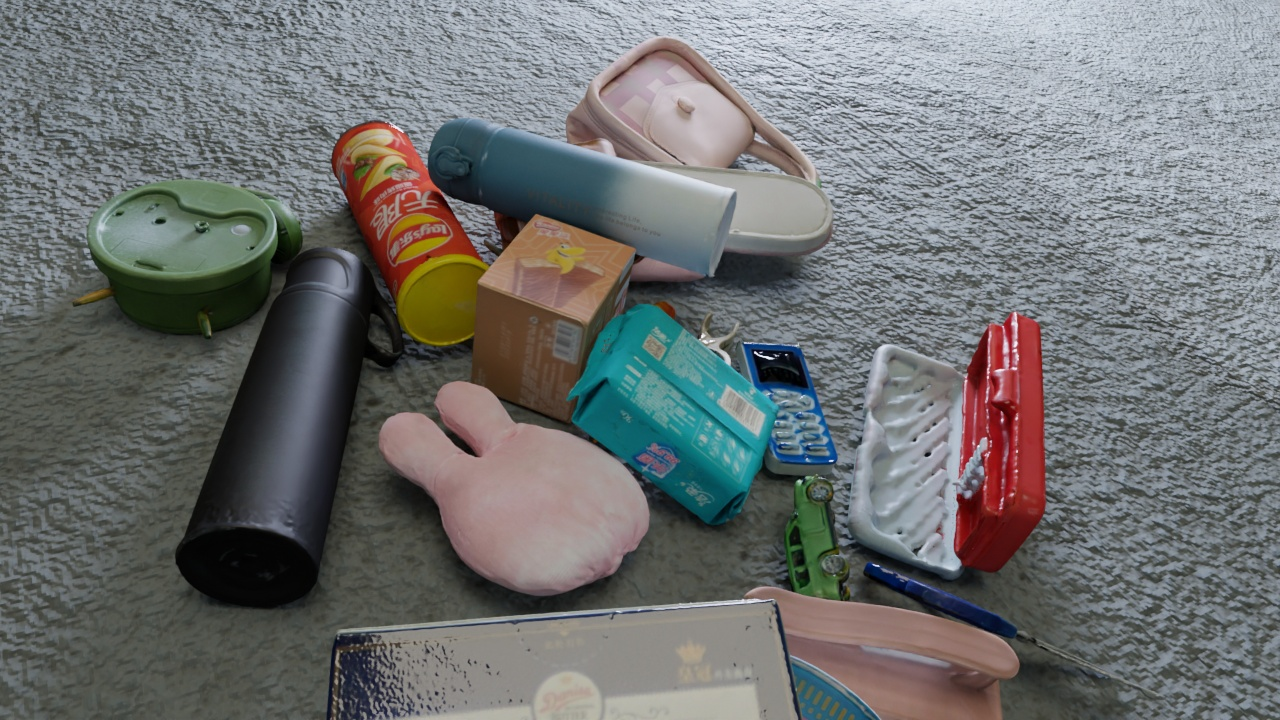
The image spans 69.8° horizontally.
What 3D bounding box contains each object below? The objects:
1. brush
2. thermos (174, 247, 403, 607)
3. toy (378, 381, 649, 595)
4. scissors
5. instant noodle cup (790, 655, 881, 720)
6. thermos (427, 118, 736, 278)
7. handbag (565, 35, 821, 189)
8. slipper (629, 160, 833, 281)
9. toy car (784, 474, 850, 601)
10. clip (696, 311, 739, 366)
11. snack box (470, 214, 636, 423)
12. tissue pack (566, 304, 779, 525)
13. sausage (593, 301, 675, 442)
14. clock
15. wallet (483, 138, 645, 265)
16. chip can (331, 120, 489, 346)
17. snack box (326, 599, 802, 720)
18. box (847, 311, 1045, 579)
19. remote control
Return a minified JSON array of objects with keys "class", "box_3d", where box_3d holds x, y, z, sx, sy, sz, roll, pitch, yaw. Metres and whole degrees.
[{"class":"brush","box_3d":[0.118,0.157,0.486,0.145,0.073,0.063,14,42,3]},{"class":"thermos","box_3d":[-0.195,0.028,0.552,0.090,0.069,0.242,24,36,-23]},{"class":"toy","box_3d":[-0.073,0.072,0.541,0.159,0.054,0.121,36,39,17]},{"class":"scissors","box_3d":[0.203,0.152,0.527,0.162,0.012,0.163,30,-9,-41]},{"class":"instant noodle cup","box_3d":[0.050,0.203,0.407,0.099,0.099,0.109,30,51,17]},{"class":"thermos","box_3d":[-0.044,-0.119,0.657,0.220,0.070,0.070,17,41,9]},{"class":"handbag","box_3d":[0.061,-0.200,0.873,0.234,0.094,0.192,31,44,8]},{"class":"slipper","box_3d":[0.023,-0.113,0.766,0.274,0.055,0.114,-1,52,-3]},{"class":"toy car","box_3d":[0.105,0.113,0.553,0.036,0.043,0.091,-7,49,11]},{"class":"clip","box_3d":[0.057,0.004,0.672,0.087,0.035,0.104,33,37,26]},{"class":"snack box","box_3d":[-0.060,-0.030,0.629,0.077,0.093,0.094,20,42,8]},{"class":"tissue pack","box_3d":[0.021,0.032,0.585,0.133,0.050,0.093,40,41,-8]},{"class":"sausage","box_3d":[-0.004,0.004,0.661,0.021,0.021,0.164,20,41,7]},{"class":"clock","box_3d":[-0.309,-0.082,0.648,0.116,0.056,0.160,15,41,0]},{"class":"wallet","box_3d":[-0.067,-0.118,0.718,0.119,0.035,0.130,-8,52,-11]},{"class":"chip can","box_3d":[-0.173,-0.103,0.687,0.073,0.073,0.216,-10,43,-25]},{"class":"snack box","box_3d":[-0.024,0.186,0.333,0.178,0.046,0.182,-2,56,-8]},{"class":"box","box_3d":[0.209,0.042,0.621,0.100,0.095,0.200,21,43,4]},{"class":"remote control","box_3d":[0.102,0.032,0.657,0.049,0.024,0.124,4,43,-11]}]
